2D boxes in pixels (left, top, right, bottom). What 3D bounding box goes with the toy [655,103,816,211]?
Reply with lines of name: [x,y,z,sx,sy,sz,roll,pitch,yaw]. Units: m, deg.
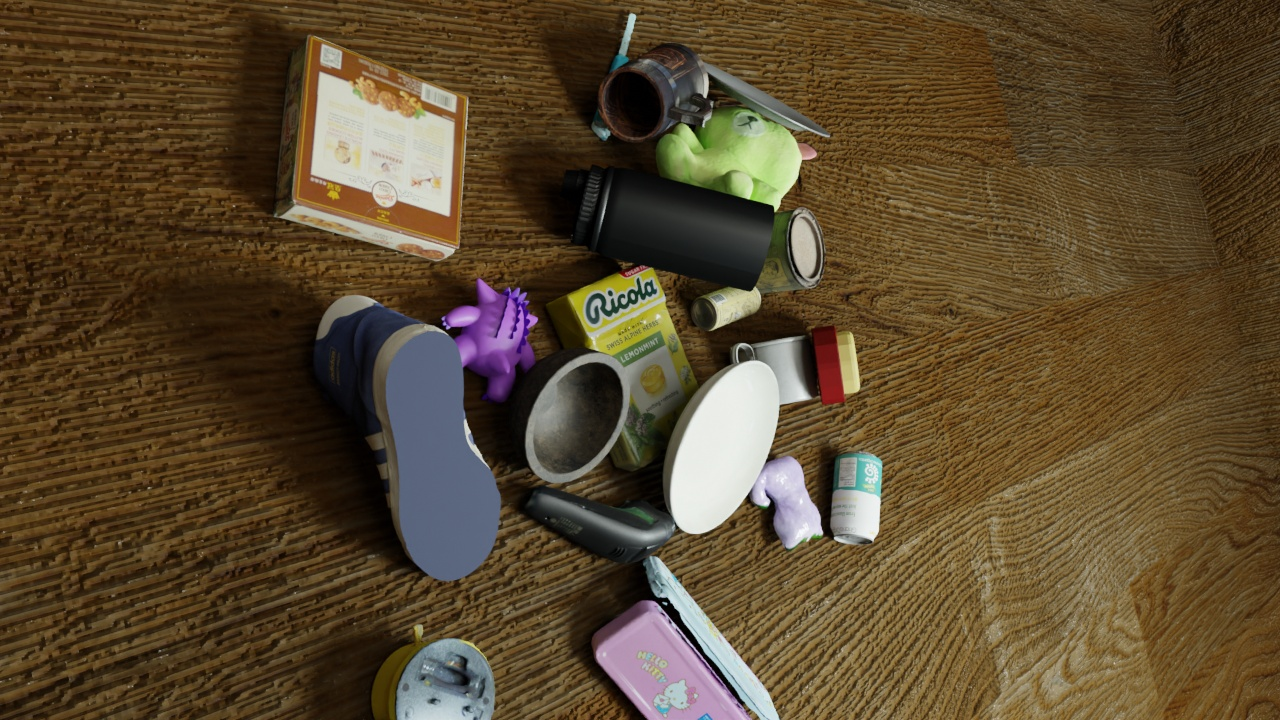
toy: [0.098,-0.209,0.997,0.150,0.107,0.196,33,34,20]

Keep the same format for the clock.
clock: [-0.158,0.261,0.678,0.083,0.057,0.118,32,59,-33]

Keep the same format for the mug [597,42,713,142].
mug: [0.029,-0.269,0.936,0.107,0.116,0.080,-47,151,-51]

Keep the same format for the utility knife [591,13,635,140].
utility knife: [-0.022,-0.306,0.975,0.022,0.015,0.166,31,61,-32]

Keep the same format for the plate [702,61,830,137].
plate: [0.134,-0.294,1.042,0.178,0.012,0.178,25,22,-11]

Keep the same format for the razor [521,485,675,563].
razor: [-0.038,0.141,0.831,0.151,0.054,0.067,25,37,-26]

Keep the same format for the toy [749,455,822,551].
toy: [0.158,0.157,1.004,0.080,0.037,0.099,-14,84,-33]

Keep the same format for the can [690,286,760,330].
can: [0.094,-0.060,1.000,0.079,0.038,0.038,-21,93,-43]

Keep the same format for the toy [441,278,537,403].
toy: [-0.123,-0.019,0.783,0.106,0.056,0.087,35,55,-39]

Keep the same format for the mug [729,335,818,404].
mug: [0.138,0.013,0.990,0.113,0.084,0.070,-7,86,-44]

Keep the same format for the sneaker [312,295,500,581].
sneaker: [-0.188,0.057,0.708,0.091,0.118,0.233,-35,136,-33]

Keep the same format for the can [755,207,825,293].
can: [0.157,-0.122,1.035,0.089,0.075,0.090,7,81,-52]

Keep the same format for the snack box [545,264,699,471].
snack box: [-0.005,0.005,0.889,0.121,0.045,0.181,-28,98,-43]

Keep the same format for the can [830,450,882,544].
can: [0.252,0.160,1.073,0.055,0.055,0.101,25,63,-35]

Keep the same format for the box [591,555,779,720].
box: [0.042,0.296,0.869,0.090,0.091,0.214,-36,108,3]

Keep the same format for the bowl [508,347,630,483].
bowl: [-0.071,0.040,0.803,0.121,0.056,0.121,-27,129,-38]

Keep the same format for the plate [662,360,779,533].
plate: [0.074,0.082,0.910,0.181,0.034,0.183,-30,132,-41]

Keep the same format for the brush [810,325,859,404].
brush: [0.218,0.002,1.027,0.173,0.042,0.082,-10,92,-80]

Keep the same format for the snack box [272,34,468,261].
snack box: [-0.216,-0.169,0.750,0.143,0.041,0.147,12,71,-39]

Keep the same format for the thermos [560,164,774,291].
thermos: [0.019,-0.131,0.877,0.198,0.086,0.086,13,66,-4]
